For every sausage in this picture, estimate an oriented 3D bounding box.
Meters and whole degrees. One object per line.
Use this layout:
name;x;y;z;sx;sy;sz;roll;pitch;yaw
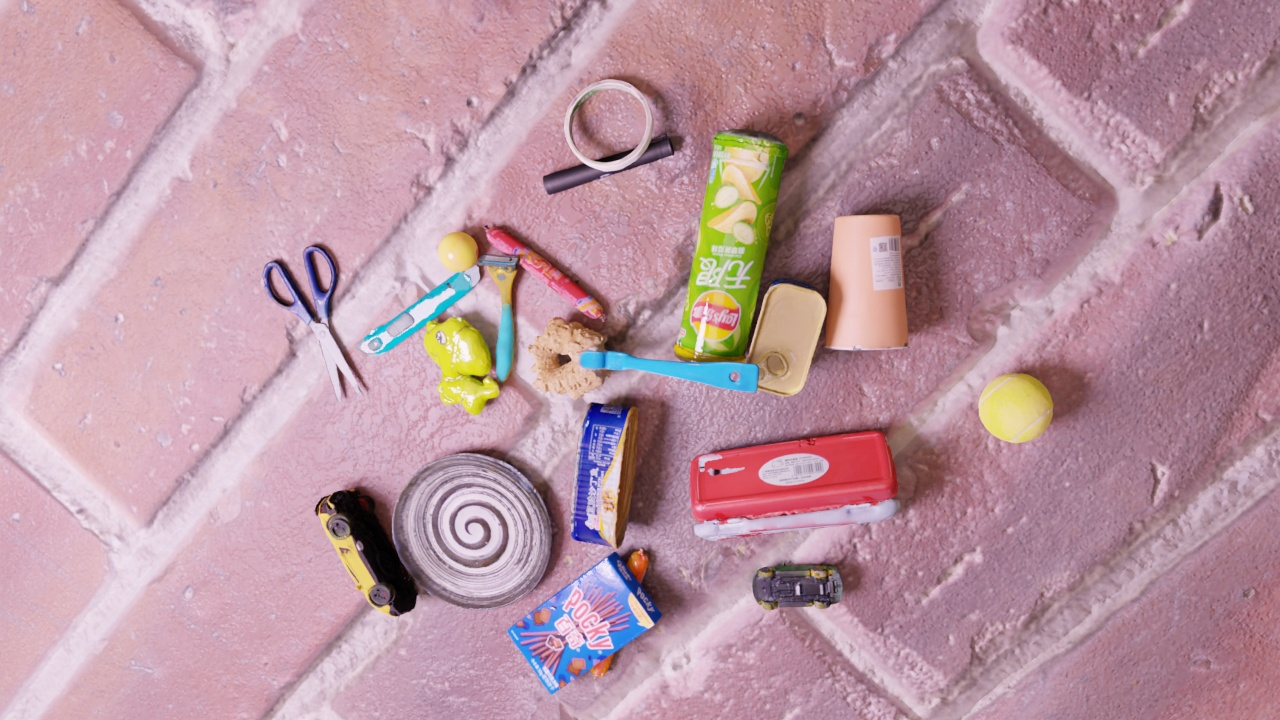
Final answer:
sausage;-0.095;-0.088;0.926;0.156;0.020;0.020;37;104;0
sausage;-0.024;0.274;0.987;0.021;0.021;0.165;21;103;4

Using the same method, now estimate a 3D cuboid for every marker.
marker;-0.032;-0.191;0.895;0.132;0.020;0.022;-16;108;11

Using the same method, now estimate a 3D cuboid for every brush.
brush;-0.005;0.005;0.878;0.255;0.045;0.083;6;95;32

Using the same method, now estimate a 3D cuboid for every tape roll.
tape roll;-0.030;-0.226;0.880;0.086;0.014;0.085;-1;86;11

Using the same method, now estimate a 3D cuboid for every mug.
mug;0.211;-0.073;0.857;0.078;0.078;0.123;0;97;8

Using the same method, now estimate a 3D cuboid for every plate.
plate;-0.179;0.183;0.992;0.179;0.024;0.179;2;103;9

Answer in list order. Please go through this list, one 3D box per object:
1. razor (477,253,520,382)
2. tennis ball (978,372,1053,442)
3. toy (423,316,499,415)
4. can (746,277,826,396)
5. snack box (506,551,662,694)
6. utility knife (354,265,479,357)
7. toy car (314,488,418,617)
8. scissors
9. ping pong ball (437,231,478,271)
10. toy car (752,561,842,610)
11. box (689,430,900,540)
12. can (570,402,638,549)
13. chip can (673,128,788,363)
razor;-0.140;-0.042;0.936;0.043;0.028;0.133;5;108;13
tennis ball;0.352;0.044;0.862;0.065;0.065;0.065;2;101;8
toy;-0.184;0.003;0.950;0.097;0.031;0.100;21;112;15
can;0.137;-0.026;0.871;0.057;0.083;0.102;15;103;5
snack box;-0.062;0.280;0.975;0.157;0.026;0.084;-40;82;21
utility knife;-0.231;-0.050;0.957;0.165;0.013;0.029;-34;98;13
toy car;-0.294;0.209;0.989;0.041;0.071;0.156;-28;97;11
scissors;-0.350;-0.036;0.977;0.141;0.012;0.171;12;101;7
ping pong ball;-0.183;-0.109;0.923;0.040;0.040;0.040;2;101;8
toy car;0.161;0.230;0.943;0.091;0.036;0.043;-4;102;8
box;0.154;0.143;0.916;0.201;0.095;0.099;-9;135;11
can;-0.036;0.116;0.931;0.049;0.074;0.148;8;102;10
chip can;0.085;-0.105;0.868;0.072;0.072;0.221;11;103;6
